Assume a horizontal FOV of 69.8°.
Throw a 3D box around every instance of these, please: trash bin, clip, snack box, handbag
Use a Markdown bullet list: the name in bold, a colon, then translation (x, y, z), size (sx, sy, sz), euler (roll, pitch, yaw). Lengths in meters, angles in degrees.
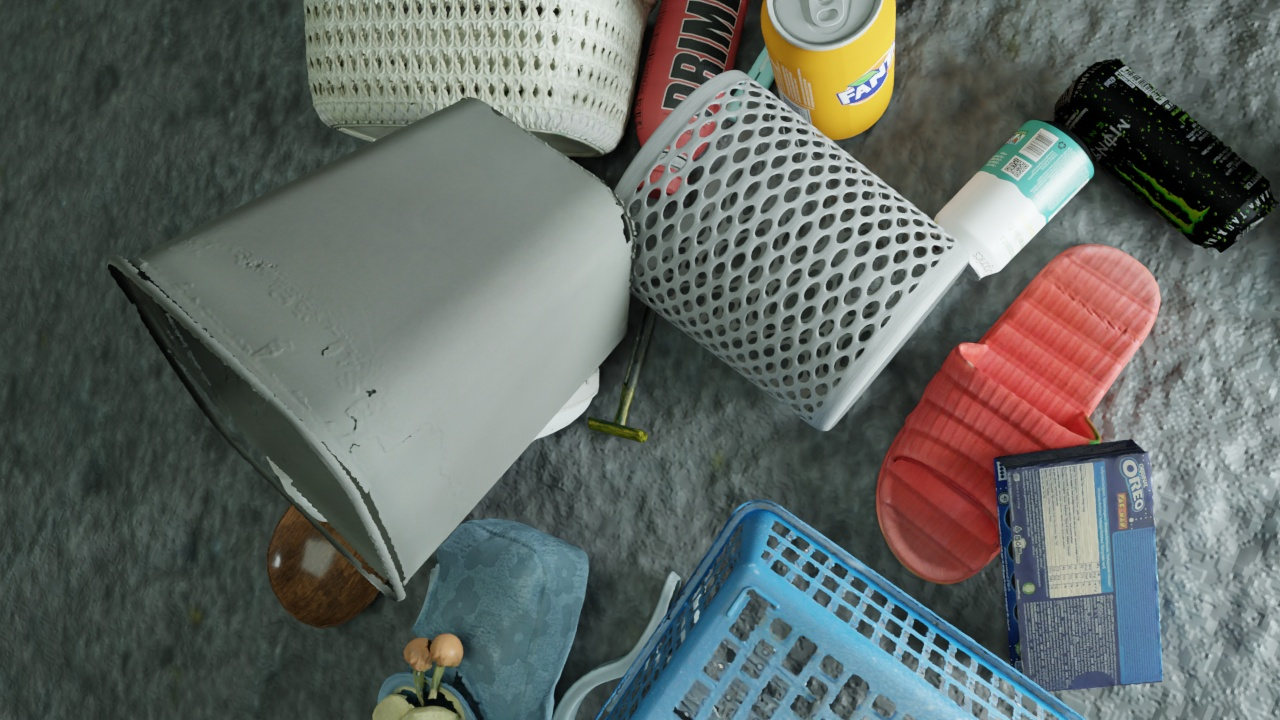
- **trash bin**: translation (-0.134, -0.021, 0.543), size (0.197, 0.198, 0.219), euler (37, 61, 19)
- **clip**: translation (-0.018, 0.236, 0.641), size (0.164, 0.030, 0.172), euler (-5, 82, 13)
- **snack box**: translation (0.262, 0.125, 0.549), size (0.082, 0.027, 0.150), euler (-8, 103, 7)
- **trash bin**: translation (0.090, -0.064, 0.583), size (0.183, 0.156, 0.156), euler (40, 94, 13)
- **handbag**: translation (-0.112, 0.204, 0.619), size (0.122, 0.118, 0.192), euler (15, 91, 37)

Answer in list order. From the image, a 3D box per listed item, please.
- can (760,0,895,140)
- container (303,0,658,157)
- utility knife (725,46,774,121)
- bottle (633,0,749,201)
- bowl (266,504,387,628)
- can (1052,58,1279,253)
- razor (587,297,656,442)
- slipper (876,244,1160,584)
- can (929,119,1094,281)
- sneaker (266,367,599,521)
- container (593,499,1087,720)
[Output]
- **can**: translation (0.123, -0.202, 0.593), size (0.079, 0.142, 0.079), euler (-2, 83, 15)
- **container**: translation (-0.115, -0.224, 0.646), size (0.252, 0.184, 0.143), euler (5, 94, 16)
- **utility knife**: translation (0.106, -0.237, 0.670), size (0.022, 0.015, 0.147), euler (31, 89, 23)
- **bottle**: translation (0.033, -0.203, 0.660), size (0.062, 0.062, 0.176), euler (13, 87, 16)
- **bowl**: translation (-0.233, 0.148, 0.709), size (0.102, 0.026, 0.114), euler (42, 95, 16)
- **can**: translation (0.326, -0.130, 0.576), size (0.054, 0.054, 0.137), euler (-44, 75, 6)
- **razor**: translation (-0.004, 0.004, 0.668), size (0.042, 0.026, 0.106), euler (13, 83, 18)
- **slipper**: translation (0.237, 0.029, 0.580), size (0.103, 0.059, 0.249), euler (35, 92, 16)
- **can**: translation (0.239, -0.104, 0.596), size (0.055, 0.055, 0.102), euler (45, 96, 15)
- **sneaker**: translation (-0.142, 0.057, 0.672), size (0.236, 0.104, 0.090), euler (-17, 40, -10)
- **container**: translation (0.062, 0.294, 0.518), size (0.257, 0.089, 0.362), euler (34, 93, 16)
